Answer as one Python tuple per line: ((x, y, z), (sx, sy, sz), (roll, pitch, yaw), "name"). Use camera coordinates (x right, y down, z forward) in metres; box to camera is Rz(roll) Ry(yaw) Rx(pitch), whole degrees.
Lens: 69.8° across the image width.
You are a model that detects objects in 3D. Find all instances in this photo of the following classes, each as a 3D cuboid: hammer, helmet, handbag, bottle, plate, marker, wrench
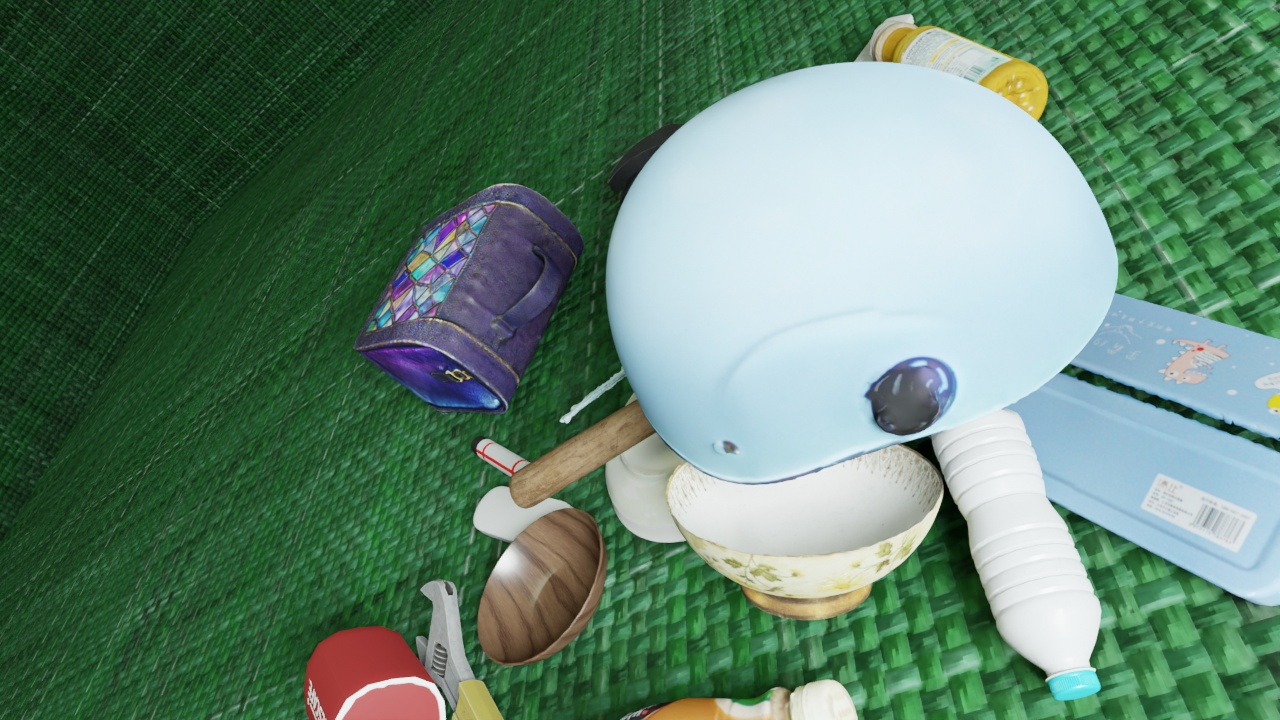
((0.039, 0.017, 0.621), (0.322, 0.040, 0.129), (-32, 40, 18), "hammer")
((0.059, -0.134, 0.814), (0.132, 0.040, 0.305), (-30, 38, 5), "hammer")
((0.100, -0.060, 0.479), (0.266, 0.167, 0.225), (-15, 40, 16), "helmet")
((-0.163, -0.058, 0.931), (0.223, 0.125, 0.204), (-10, 48, 44), "handbag")
((0.032, 0.202, 0.473), (0.167, 0.059, 0.059), (-29, 36, 28), "bottle")
((0.231, -0.220, 0.696), (0.053, 0.053, 0.186), (-41, 32, 11), "bottle")
((0.038, 0.043, 0.664), (0.183, 0.034, 0.182), (-31, 35, 25), "plate")
((0.176, 0.085, 0.425), (0.044, 0.044, 0.136), (-30, 50, 27), "bottle")
((-0.113, 0.092, 0.807), (0.019, 0.019, 0.146), (-55, 32, -12), "marker")
((-0.111, 0.240, 0.624), (0.273, 0.018, 0.084), (31, 109, 57), "wrench")

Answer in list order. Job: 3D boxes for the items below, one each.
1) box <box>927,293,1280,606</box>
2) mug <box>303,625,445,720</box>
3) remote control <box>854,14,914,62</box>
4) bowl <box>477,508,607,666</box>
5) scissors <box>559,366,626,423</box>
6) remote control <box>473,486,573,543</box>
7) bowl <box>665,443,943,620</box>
((0.236, 0.020, 0.446), (0.126, 0.039, 0.209), (-51, 33, -3), "box")
((-0.194, 0.265, 0.663), (0.097, 0.080, 0.116), (14, 102, 60), "mug")
((0.197, -0.254, 0.814), (0.130, 0.012, 0.033), (-54, 30, -9), "remote control")
((-0.063, 0.165, 0.653), (0.119, 0.032, 0.119), (-31, 35, 25), "bowl")
((-0.005, 0.002, 0.710), (0.065, 0.033, 0.173), (-11, 24, 48), "scissors")
((-0.096, 0.130, 0.751), (0.137, 0.013, 0.043), (2, 57, 51), "remote control")
((0.088, 0.092, 0.493), (0.145, 0.063, 0.145), (-6, 19, 2), "bowl")
